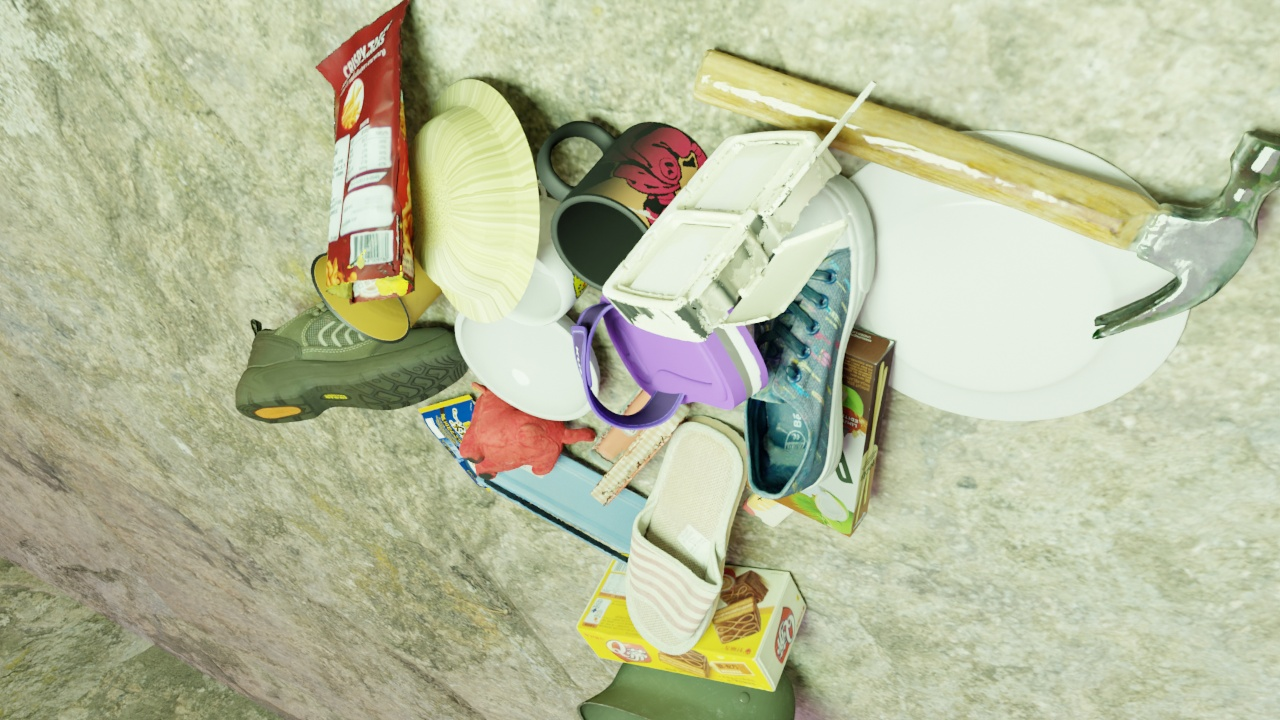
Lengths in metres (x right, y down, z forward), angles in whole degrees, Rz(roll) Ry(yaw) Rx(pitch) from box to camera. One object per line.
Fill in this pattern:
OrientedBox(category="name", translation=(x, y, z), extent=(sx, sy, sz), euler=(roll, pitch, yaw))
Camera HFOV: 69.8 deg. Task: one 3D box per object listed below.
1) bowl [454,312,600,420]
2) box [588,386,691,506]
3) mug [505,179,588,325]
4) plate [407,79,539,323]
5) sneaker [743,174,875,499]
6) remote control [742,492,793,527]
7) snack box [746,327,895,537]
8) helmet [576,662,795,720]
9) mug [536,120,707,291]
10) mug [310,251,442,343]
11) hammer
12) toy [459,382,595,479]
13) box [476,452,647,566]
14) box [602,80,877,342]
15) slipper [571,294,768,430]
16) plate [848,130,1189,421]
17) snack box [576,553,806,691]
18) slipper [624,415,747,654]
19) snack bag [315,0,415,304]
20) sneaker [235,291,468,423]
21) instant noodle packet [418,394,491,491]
OrientedBox(category="bowl", translation=(-0.097, -0.011, 0.853), extent=(0.150, 0.043, 0.150), euler=(19, 139, 17))
OrientedBox(category="box", translation=(-0.008, 0.076, 0.878), extent=(0.071, 0.056, 0.188), euler=(60, 143, 18))
OrientedBox(category="mug", translation=(-0.086, -0.090, 0.744), extent=(0.094, 0.067, 0.116), euler=(18, 139, 17))
OrientedBox(category="plate", translation=(-0.144, -0.118, 0.700), extent=(0.185, 0.036, 0.184), euler=(16, 111, 48))
OrientedBox(category="sneaker", translation=(0.102, -0.011, 0.636), extent=(0.087, 0.079, 0.236), euler=(15, 114, 32))
OrientedBox(category="remote control", translation=(0.135, 0.121, 0.856), extent=(0.038, 0.018, 0.126), euler=(32, 143, 1))
OrientedBox(category="snack box", translation=(0.139, 0.050, 0.738), extent=(0.101, 0.031, 0.186), euler=(24, 136, 29))
OrientedBox(category="helmet", translation=(0.080, 0.395, 1.067), extent=(0.268, 0.153, 0.227), euler=(14, 144, 24))
OrientedBox(category="mug", translation=(-0.018, -0.119, 0.645), extent=(0.118, 0.098, 0.082), euler=(39, 141, -7))
OrientedBox(category="mug", translation=(-0.224, -0.092, 0.814), extent=(0.100, 0.093, 0.124), euler=(16, 140, 20))
OrientedBox(category="hammer", translation=(0.184, -0.119, 0.550), extent=(0.331, 0.033, 0.132), euler=(24, 126, 16))
OrientedBox(category="toy", translation=(-0.113, 0.062, 0.929), extent=(0.133, 0.094, 0.088), euler=(-3, 148, 0))
OrientedBox(category="box", translation=(-0.071, 0.150, 0.996), extent=(0.209, 0.072, 0.086), euler=(29, 165, 1))
OrientedBox(category="box", translation=(0.061, -0.080, 0.518), extent=(0.058, 0.144, 0.188), euler=(43, 166, -21))
OrientedBox(category="slipper", translation=(-0.004, 0.004, 0.678), extent=(0.107, 0.084, 0.267), euler=(59, 167, -9))
OrientedBox(category="plate", translation=(0.231, -0.042, 0.621), extent=(0.243, 0.016, 0.243), euler=(19, 139, 17))
OrientedBox(category="snack box", translation=(0.053, 0.281, 1.002), extent=(0.231, 0.109, 0.062), euler=(-2, 131, 36))
OrientedBox(category="slipper", translation=(0.039, 0.177, 0.877), extent=(0.115, 0.052, 0.263), euler=(28, 119, 28))
OrientedBox(category="snack bag", translation=(-0.211, -0.154, 0.698), extent=(0.139, 0.066, 0.208), euler=(-13, 82, 51))
OrientedBox(category="sneaker", translation=(-0.294, -0.023, 0.946), extent=(0.238, 0.142, 0.101), euler=(-10, 156, 1))
OrientedBox(category="instant noodle packet", translation=(-0.182, 0.096, 1.035), extent=(0.087, 0.026, 0.134), euler=(-15, 121, 37))
